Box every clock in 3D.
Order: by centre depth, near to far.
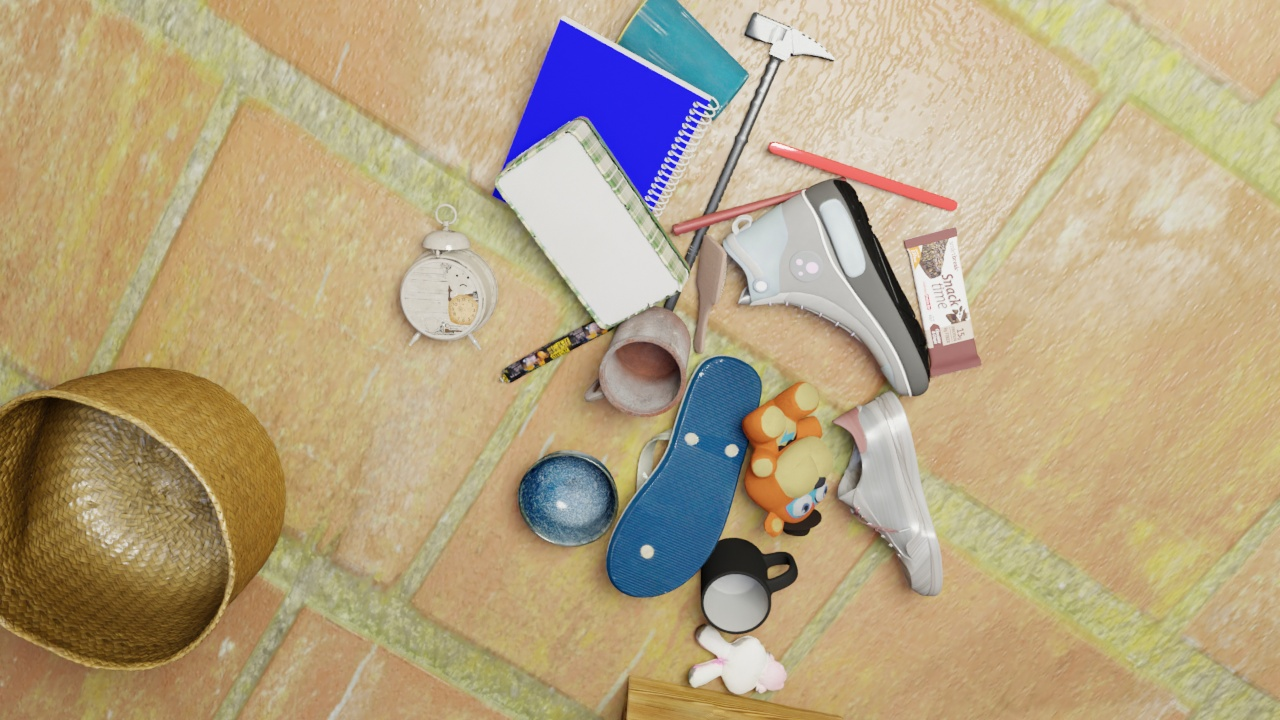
[{"bbox_3d":[-0.213,-0.091,1.001,0.103,0.061,0.157,4,107,3],"label":"clock"}]

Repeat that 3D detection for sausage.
[{"bbox_3d":[-0.094,-0.013,1.035,0.155,0.020,0.020,-27,101,10],"label":"sausage"}]

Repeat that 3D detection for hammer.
[{"bbox_3d":[0.097,-0.193,0.976,0.095,0.015,0.325,22,106,-3],"label":"hammer"}]

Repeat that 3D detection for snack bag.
[{"bbox_3d":[0.329,-0.062,0.995,0.057,0.013,0.158,-13,104,6],"label":"snack bag"}]

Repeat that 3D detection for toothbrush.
[{"bbox_3d":[0.233,-0.194,0.961,0.212,0.017,0.012,16,109,-7],"label":"toothbrush"},{"bbox_3d":[0.127,-0.161,0.971,0.190,0.016,0.016,-15,116,1],"label":"toothbrush"}]

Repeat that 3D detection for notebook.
[{"bbox_3d":[-0.041,-0.214,0.939,0.171,0.022,0.210,28,127,-3],"label":"notebook"}]

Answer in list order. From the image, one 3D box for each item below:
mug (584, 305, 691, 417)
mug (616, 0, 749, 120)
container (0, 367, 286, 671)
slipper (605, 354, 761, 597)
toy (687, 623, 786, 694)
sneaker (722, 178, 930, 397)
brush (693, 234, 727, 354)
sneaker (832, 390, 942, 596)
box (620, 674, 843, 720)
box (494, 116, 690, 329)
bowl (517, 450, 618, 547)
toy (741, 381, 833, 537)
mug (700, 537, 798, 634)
[{"bbox_3d":[-0.006,0.006,0.986,0.123,0.110,0.096,-25,102,17],"label":"mug"},{"bbox_3d":[0.044,-0.300,0.914,0.121,0.078,0.078,40,104,-4],"label":"mug"},{"bbox_3d":[-0.556,0.162,1.026,0.307,0.196,0.307,1,104,5],"label":"container"},{"bbox_3d":[0.054,0.133,1.046,0.118,0.060,0.295,22,92,-8],"label":"slipper"},{"bbox_3d":[0.118,0.369,1.114,0.122,0.038,0.079,18,93,0],"label":"toy"},{"bbox_3d":[0.197,-0.055,0.976,0.161,0.092,0.257,-21,109,24],"label":"sneaker"},{"bbox_3d":[0.075,-0.067,0.992,0.015,0.050,0.136,-7,125,-21],"label":"brush"},{"bbox_3d":[0.266,0.156,1.017,0.089,0.099,0.236,-15,96,7],"label":"sneaker"},{"bbox_3d":[0.088,0.569,1.058,0.279,0.286,0.336,9,89,1],"label":"box"},{"bbox_3d":[-0.046,-0.138,0.950,0.118,0.050,0.205,-28,112,29],"label":"box"},{"bbox_3d":[-0.078,0.151,1.057,0.114,0.060,0.114,2,106,6],"label":"bowl"},{"bbox_3d":[0.160,0.114,1.008,0.096,0.111,0.176,23,131,39],"label":"toy"},{"bbox_3d":[0.125,0.252,1.055,0.114,0.088,0.078,-19,103,9],"label":"mug"}]
